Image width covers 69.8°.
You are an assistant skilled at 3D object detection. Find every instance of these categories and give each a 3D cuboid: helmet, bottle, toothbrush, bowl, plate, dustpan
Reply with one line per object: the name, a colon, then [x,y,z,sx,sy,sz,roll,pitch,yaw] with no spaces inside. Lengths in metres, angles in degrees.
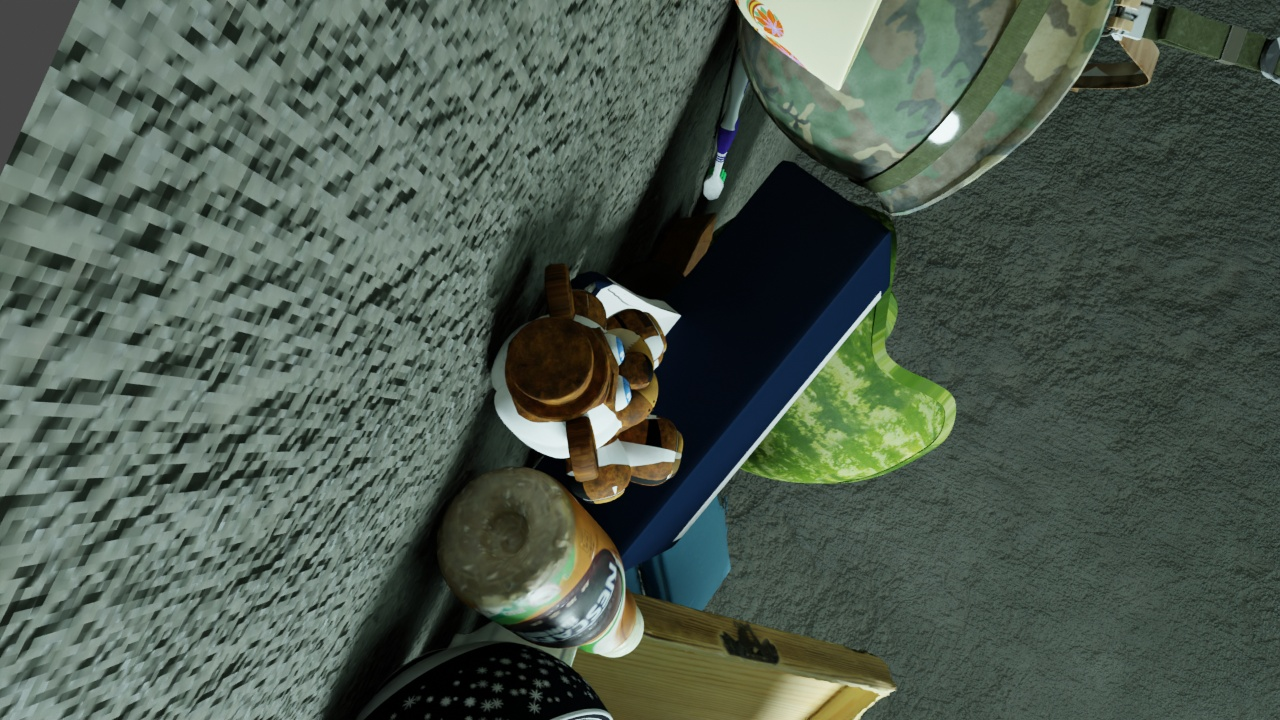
helmet: [0.129,-0.015,0.804,0.244,0.247,0.212,-27,-145,16]
bottle: [-0.004,0.003,0.597,0.185,0.045,0.045,104,11,-62]
toothbrush: [0.063,-0.168,0.661,0.187,0.015,0.016,100,11,-68]
bottle: [-0.034,0.104,0.421,0.059,0.059,0.167,-64,154,-20]
bowl: [-0.078,0.160,0.382,0.120,0.066,0.120,-29,146,-22]
bowl: [-0.084,0.184,0.487,0.117,0.061,0.117,-63,-178,3]
plate: [0.018,-0.052,0.672,0.131,0.025,0.131,27,88,-85]
helmet: [0.177,-0.186,0.482,0.224,0.236,0.192,-56,-169,7]
dustpan: [0.032,0.005,0.513,0.236,0.080,0.273,-51,165,6]
bowl: [0.066,-0.173,0.346,0.118,0.074,0.118,27,88,-85]

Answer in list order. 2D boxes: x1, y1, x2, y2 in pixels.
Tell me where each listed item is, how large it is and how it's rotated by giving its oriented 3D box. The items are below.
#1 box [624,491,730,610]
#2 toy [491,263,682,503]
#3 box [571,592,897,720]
box: [0.005,0.146,0.676,0.174,0.033,0.232,-47,145,-30]
toy: [-0.020,0.009,0.348,0.113,0.067,0.087,81,0,-78]
box: [0.011,0.309,0.643,0.259,0.279,0.220,-41,-141,46]
